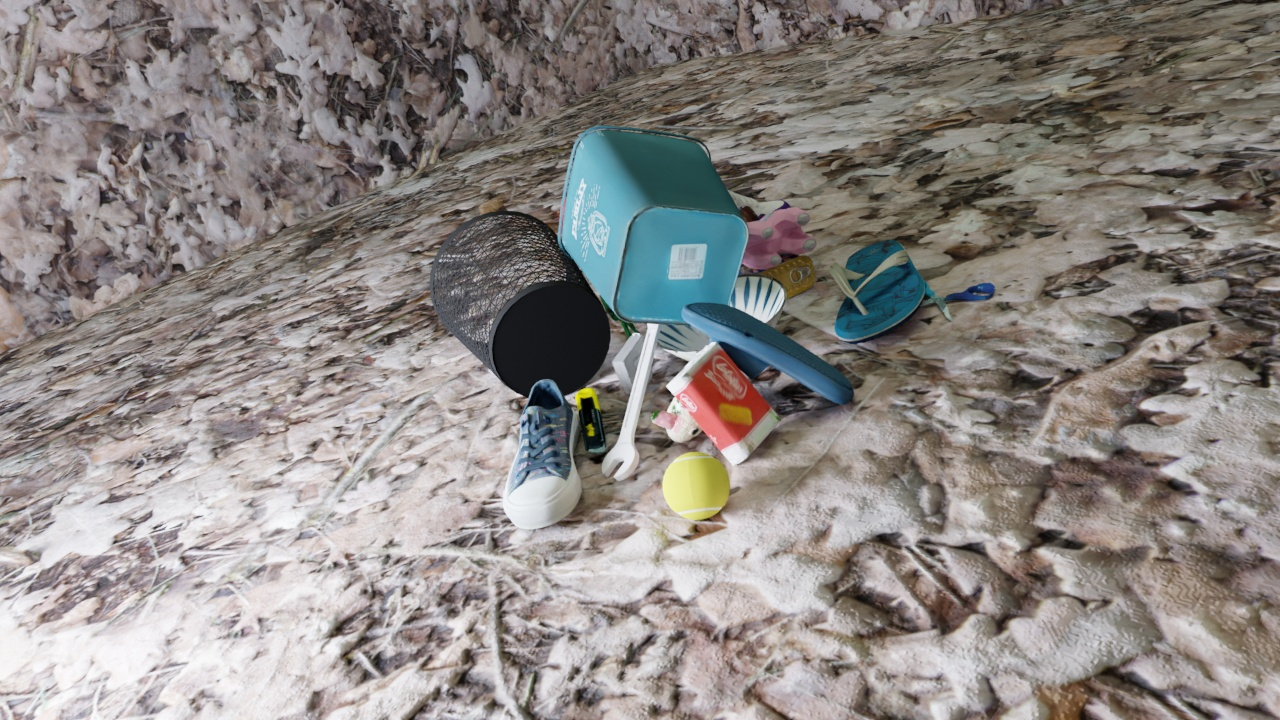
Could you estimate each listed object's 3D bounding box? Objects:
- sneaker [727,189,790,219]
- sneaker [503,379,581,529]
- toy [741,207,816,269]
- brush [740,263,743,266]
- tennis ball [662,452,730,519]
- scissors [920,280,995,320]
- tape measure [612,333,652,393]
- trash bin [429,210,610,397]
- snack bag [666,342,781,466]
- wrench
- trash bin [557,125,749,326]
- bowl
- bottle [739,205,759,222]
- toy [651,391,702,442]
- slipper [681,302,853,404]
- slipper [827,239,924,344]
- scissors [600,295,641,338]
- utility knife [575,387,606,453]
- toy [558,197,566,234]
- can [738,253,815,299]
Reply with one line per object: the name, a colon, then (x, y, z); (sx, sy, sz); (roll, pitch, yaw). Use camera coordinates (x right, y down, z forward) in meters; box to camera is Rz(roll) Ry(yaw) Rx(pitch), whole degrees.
sneaker: (0.144, -0.247, 1.529); (0.243, 0.111, 0.092); (-20, 30, -19)
sneaker: (-0.115, 0.099, 1.031); (0.087, 0.079, 0.235); (-14, 25, 6)
toy: (0.167, -0.173, 1.308); (0.123, 0.067, 0.158); (-25, 18, -20)
brush: (0.118, -0.120, 1.379); (0.077, 0.062, 0.271); (16, 33, 24)
tennis ball: (0.054, 0.122, 0.890); (0.065, 0.065, 0.065); (-14, 25, 6)
scissors: (0.382, -0.081, 1.165); (0.133, 0.014, 0.127); (-11, 26, 11)
tape measure: (-0.007, 0.007, 1.176); (0.020, 0.062, 0.060); (-2, 34, 30)
trash bin: (-0.161, -0.070, 1.281); (0.216, 0.217, 0.243); (-23, 32, -13)
snack bag: (0.089, 0.045, 0.972); (0.076, 0.116, 0.036); (-41, 2, -39)
wrench: (-0.001, 0.032, 1.084); (0.047, 0.009, 0.272); (-21, 37, 32)
trash bin: (0.019, -0.162, 1.154); (0.199, 0.197, 0.218); (2, 31, -19)
bowl: (0.108, -0.035, 1.168); (0.177, 0.071, 0.177); (-18, 29, 10)
bottle: (0.115, -0.185, 1.460); (0.162, 0.056, 0.056); (-35, 27, -5)
toy: (0.060, 0.052, 1.026); (0.050, 0.112, 0.087); (38, 100, 34)
slipper: (0.136, -0.004, 1.020); (0.214, 0.059, 0.103); (30, 15, 11)
slipper: (0.308, -0.113, 1.210); (0.118, 0.060, 0.294); (-16, 23, 20)
scissors: (-0.029, -0.067, 1.281); (0.011, 0.125, 0.127); (-26, 54, 13)
utility knife: (-0.059, 0.074, 1.112); (0.029, 0.020, 0.174); (-20, 23, -1)
toy: (-0.036, -0.165, 1.372); (0.099, 0.216, 0.147); (-36, 18, 17)
can: (0.194, -0.119, 1.320); (0.099, 0.054, 0.059); (-23, 23, -14)
